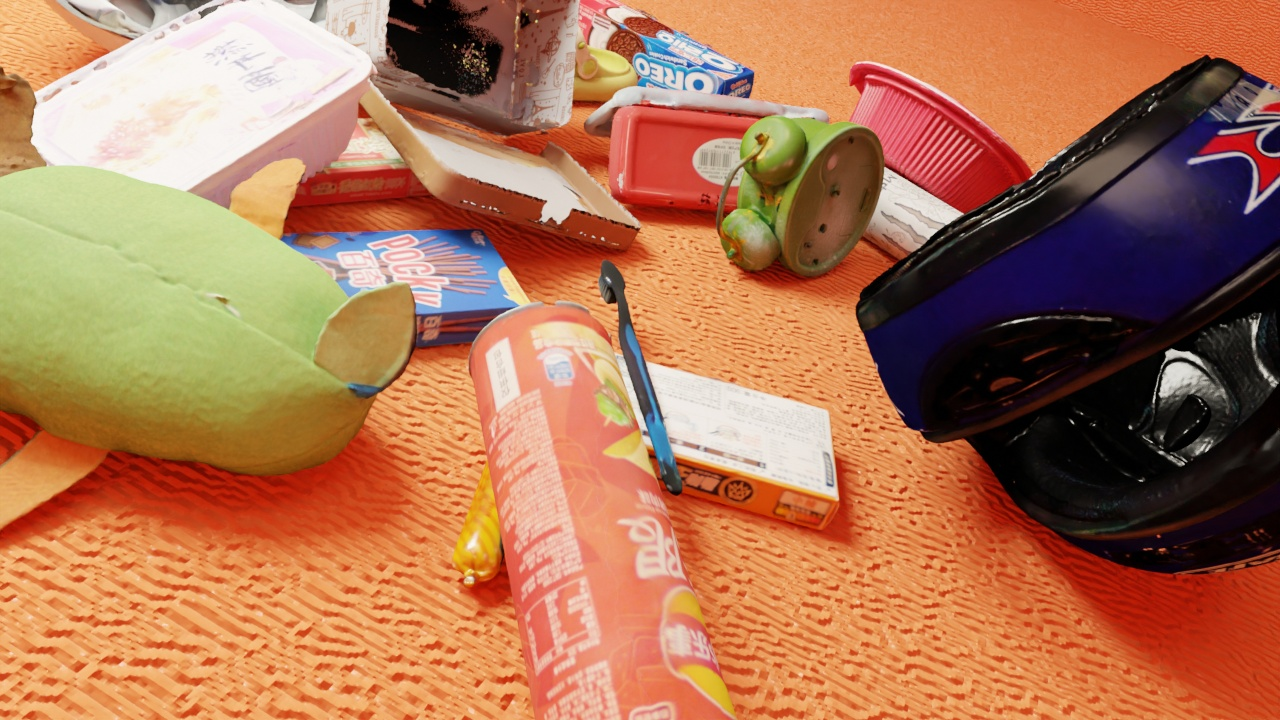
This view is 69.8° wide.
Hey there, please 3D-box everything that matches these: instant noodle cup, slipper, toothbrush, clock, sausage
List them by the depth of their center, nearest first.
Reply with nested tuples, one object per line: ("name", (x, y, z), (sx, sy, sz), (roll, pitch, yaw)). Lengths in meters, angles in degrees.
("sausage", (-0.063, 0.047, 0.444), (0.021, 0.021, 0.164), (16, 35, -4))
("toothbrush", (-0.003, 0.003, 0.495), (0.014, 0.016, 0.189), (12, 36, -24))
("instant noodle cup", (-0.251, -0.133, 0.532), (0.138, 0.060, 0.173), (33, 58, 22))
("clock", (0.114, -0.123, 0.680), (0.160, 0.116, 0.056), (-14, 35, -43))
("instant noodle cup", (0.250, -0.182, 0.816), (0.194, 0.066, 0.193), (35, 8, -6))
("slipper", (-0.083, -0.288, 0.844), (0.190, 0.082, 0.091), (-4, 38, -33))

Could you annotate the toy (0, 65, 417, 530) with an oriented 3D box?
("toy", (-0.224, -0.022, 0.402), (0.247, 0.090, 0.226), (25, 62, 1))

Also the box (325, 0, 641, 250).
("box", (-0.114, -0.194, 0.650), (0.178, 0.131, 0.272), (6, 61, -49))

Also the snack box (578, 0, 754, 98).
("snack box", (0.016, -0.306, 0.932), (0.207, 0.057, 0.058), (36, 41, 22))

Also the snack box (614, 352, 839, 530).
("snack box", (0.030, 0.039, 0.494), (0.153, 0.026, 0.075), (16, 35, -4))

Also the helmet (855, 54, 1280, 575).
("helmet", (0.276, -0.006, 0.486), (0.314, 0.248, 0.240), (-31, 84, -44))

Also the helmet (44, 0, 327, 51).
("helmet", (-0.324, -0.302, 0.660), (0.258, 0.229, 0.146), (0, -3, -32))

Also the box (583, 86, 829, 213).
("box", (0.057, -0.171, 0.759), (0.201, 0.095, 0.101), (-1, 12, -24))

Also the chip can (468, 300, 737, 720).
("chip can", (-0.021, 0.072, 0.364), (0.073, 0.073, 0.216), (1, 45, -24))

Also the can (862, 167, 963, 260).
("can", (0.226, -0.111, 0.761), (0.058, 0.058, 0.147), (-20, 50, -42))

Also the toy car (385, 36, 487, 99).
("toy car", (-0.168, -0.234, 0.769), (0.120, 0.037, 0.054), (32, 35, 1))

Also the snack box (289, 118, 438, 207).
("snack box", (-0.206, -0.137, 0.625), (0.152, 0.026, 0.075), (-14, 47, -37))

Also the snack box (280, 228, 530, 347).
("snack box", (-0.148, -0.041, 0.520), (0.156, 0.026, 0.084), (-7, 43, -32))
